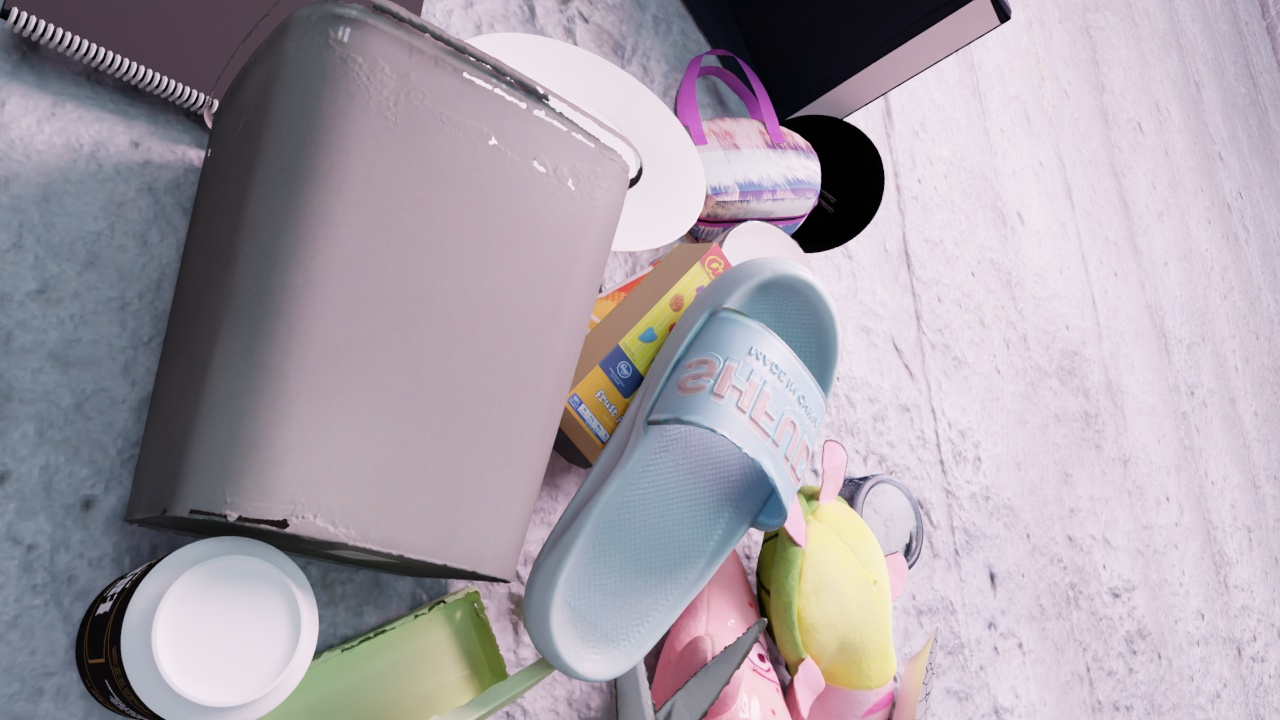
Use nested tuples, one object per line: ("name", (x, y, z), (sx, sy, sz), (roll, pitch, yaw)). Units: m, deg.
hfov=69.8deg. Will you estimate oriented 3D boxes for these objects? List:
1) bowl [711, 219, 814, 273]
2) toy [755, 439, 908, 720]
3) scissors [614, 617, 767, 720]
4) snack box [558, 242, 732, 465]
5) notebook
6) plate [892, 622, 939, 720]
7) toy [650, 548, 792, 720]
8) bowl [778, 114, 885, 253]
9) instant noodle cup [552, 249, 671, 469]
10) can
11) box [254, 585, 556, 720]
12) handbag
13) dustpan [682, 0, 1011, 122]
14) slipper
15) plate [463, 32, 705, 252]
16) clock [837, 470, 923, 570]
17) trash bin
("bowl", (0.083, -0.047, 0.718), (0.113, 0.063, 0.113), (15, 66, -36))
("toy", (0.130, 0.173, 0.640), (0.189, 0.088, 0.238), (-32, 114, -53))
("scissors", (0.002, 0.235, 0.487), (0.225, 0.016, 0.225), (-41, 79, -4))
("snack box", (0.015, 0.008, 0.523), (0.125, 0.040, 0.088), (-46, 115, -18))
("notebook", (-0.225, -0.204, 0.524), (0.206, 0.016, 0.148), (21, 68, -42))
("plate", (0.194, 0.286, 0.672), (0.188, 0.016, 0.188), (9, 90, -67))
("toy", (0.052, 0.219, 0.584), (0.192, 0.097, 0.236), (61, 25, -50))
("bowl", (0.148, -0.144, 0.797), (0.052, 0.124, 0.124), (41, 41, -73))
("instant noodle cup", (-0.004, 0.004, 0.601), (0.120, 0.124, 0.123), (-25, 91, -34))
("can", (-0.192, 0.117, 0.392), (0.071, 0.129, 0.071), (14, 66, -35))
("box", (-0.143, 0.174, 0.462), (0.187, 0.092, 0.083), (-17, 63, -45))
("handbag", (0.077, -0.183, 0.758), (0.144, 0.068, 0.169), (-5, 66, -14))
("dustpan", (0.129, -0.340, 0.743), (0.080, 0.237, 0.273), (-18, 87, -41))
("slipper", (0.035, 0.059, 0.473), (0.104, 0.074, 0.245), (43, 75, -28))
("plate", (-0.049, -0.154, 0.648), (0.208, 0.015, 0.208), (16, 50, -20))
("clock", (0.175, 0.140, 0.740), (0.129, 0.052, 0.090), (-21, 89, -37))
("trash bin", (-0.132, -0.014, 0.455), (0.197, 0.198, 0.219), (22, 68, -34))
